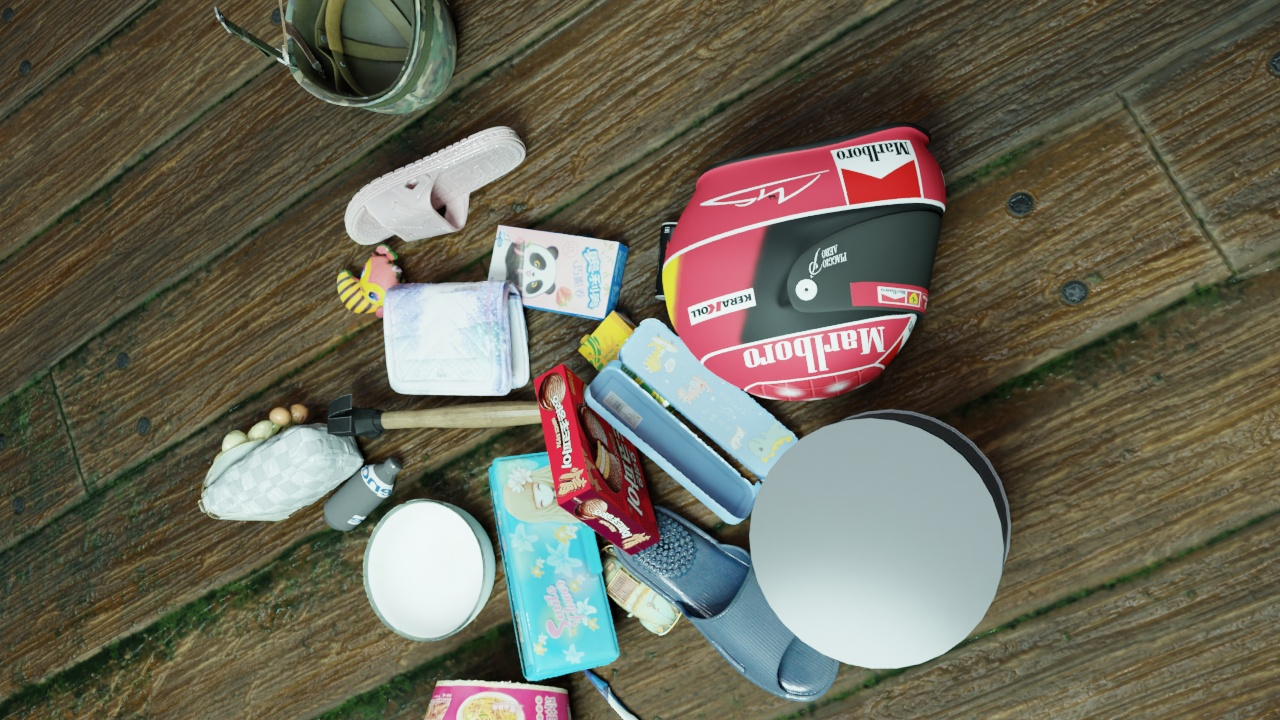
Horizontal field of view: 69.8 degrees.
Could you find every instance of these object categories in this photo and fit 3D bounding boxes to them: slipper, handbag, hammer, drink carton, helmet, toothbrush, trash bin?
[{"bbox_3d":[0.084,0.223,0.900,0.263,0.083,0.101,35,67,19],"label":"slipper"},{"bbox_3d":[-0.207,-0.027,1.041,0.159,0.069,0.126,1,100,19],"label":"handbag"},{"bbox_3d":[-0.199,0.061,1.024,0.306,0.132,0.040,-4,79,10],"label":"hammer"},{"bbox_3d":[-0.006,0.006,0.989,0.122,0.041,0.058,45,100,17],"label":"drink carton"},{"bbox_3d":[-0.318,-0.387,1.028,0.193,0.235,0.224,-33,86,19],"label":"helmet"},{"bbox_3d":[-0.236,-0.187,1.060,0.239,0.094,0.064,-26,72,12],"label":"slipper"},{"bbox_3d":[-0.035,0.351,0.982,0.017,0.016,0.189,-46,72,0],"label":"toothbrush"},{"bbox_3d":[0.211,0.147,0.800,0.218,0.227,0.217,-2,84,19],"label":"trash bin"},{"bbox_3d":[-0.423,0.118,1.091,0.172,0.112,0.123,-28,69,15],"label":"handbag"},{"bbox_3d":[0.157,-0.076,0.858,0.271,0.197,0.224,-10,81,10],"label":"helmet"}]

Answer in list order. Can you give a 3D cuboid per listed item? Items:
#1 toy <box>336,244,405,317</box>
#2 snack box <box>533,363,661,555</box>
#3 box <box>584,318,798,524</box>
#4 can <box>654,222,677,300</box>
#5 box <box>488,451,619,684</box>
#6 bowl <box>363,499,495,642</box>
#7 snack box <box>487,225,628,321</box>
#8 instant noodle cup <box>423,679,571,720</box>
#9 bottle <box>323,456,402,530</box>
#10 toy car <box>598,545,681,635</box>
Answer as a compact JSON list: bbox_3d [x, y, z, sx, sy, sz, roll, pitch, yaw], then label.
[{"bbox_3d":[-0.319,-0.091,1.106,0.104,0.046,0.084,-15,102,27],"label":"toy"},{"bbox_3d":[-0.043,0.099,0.915,0.036,0.132,0.152,-29,48,14],"label":"snack box"},{"bbox_3d":[0.052,0.062,0.931,0.209,0.047,0.122,40,76,-2],"label":"box"},{"bbox_3d":[0.035,-0.106,0.989,0.031,0.031,0.080,4,86,20],"label":"can"},{"bbox_3d":[-0.106,0.223,0.982,0.097,0.117,0.226,-5,66,-24],"label":"box"},{"bbox_3d":[-0.227,0.231,1.029,0.154,0.072,0.153,-2,85,18],"label":"bowl"},{"bbox_3d":[-0.096,-0.098,1.035,0.154,0.033,0.088,10,89,20],"label":"snack box"},{"bbox_3d":[-0.146,0.373,0.946,0.179,0.178,0.077,-4,67,19],"label":"instant noodle cup"},{"bbox_3d":[-0.326,0.155,1.085,0.112,0.047,0.047,-42,73,11],"label":"bottle"},{"bbox_3d":[-0.010,0.241,0.965,0.112,0.047,0.047,35,93,19],"label":"toy car"}]
